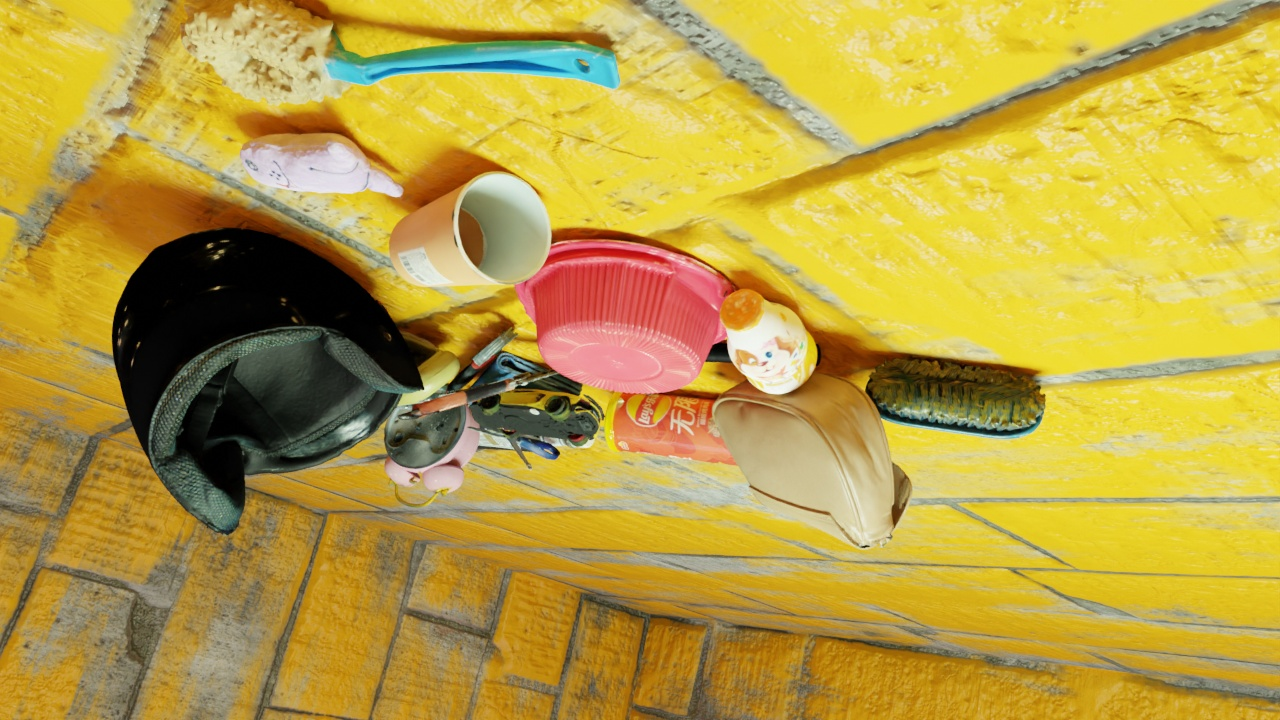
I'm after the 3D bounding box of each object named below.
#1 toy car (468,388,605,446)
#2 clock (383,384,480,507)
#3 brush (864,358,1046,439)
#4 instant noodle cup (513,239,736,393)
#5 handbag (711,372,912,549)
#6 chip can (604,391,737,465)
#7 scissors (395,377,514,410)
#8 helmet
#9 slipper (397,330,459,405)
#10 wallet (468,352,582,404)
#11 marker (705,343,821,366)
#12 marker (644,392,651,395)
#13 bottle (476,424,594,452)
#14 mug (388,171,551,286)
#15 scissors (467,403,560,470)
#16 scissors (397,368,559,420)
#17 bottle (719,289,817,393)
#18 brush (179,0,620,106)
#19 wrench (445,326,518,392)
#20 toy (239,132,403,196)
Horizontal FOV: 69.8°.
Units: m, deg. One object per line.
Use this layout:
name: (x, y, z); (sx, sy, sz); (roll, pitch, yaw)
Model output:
toy car: (-0.116, 0.057, 1.007); (0.156, 0.041, 0.071); (2, 146, 24)
clock: (-0.267, 0.110, 1.167); (0.117, 0.158, 0.060); (6, 156, 24)
brush: (0.264, 0.037, 0.777); (0.144, 0.055, 0.073); (7, 159, 16)
instant noodle cup: (-0.015, -0.024, 0.759); (0.194, 0.065, 0.194); (8, 158, 3)
handbag: (0.153, 0.078, 0.818); (0.148, 0.099, 0.205); (67, 162, -13)
chip can: (0.073, 0.075, 0.983); (0.217, 0.073, 0.073); (5, 159, 19)
scissors: (-0.211, 0.037, 1.027); (0.136, 0.014, 0.175); (-5, 172, -17)
helmet: (-0.342, 0.007, 0.847); (0.230, 0.233, 0.275); (54, 178, 15)
slipper: (-0.268, 0.002, 1.015); (0.191, 0.091, 0.081); (-4, 120, 53)
wallet: (-0.137, 0.037, 1.061); (0.106, 0.040, 0.133); (24, 152, -18)
marker: (0.097, -0.007, 0.823); (0.132, 0.020, 0.022); (2, 128, 31)
marker: (-0.005, 0.005, 0.924); (0.023, 0.018, 0.131); (17, 162, 19)
bottle: (-0.151, 0.092, 1.212); (0.195, 0.044, 0.080); (1, 147, 28)
mug: (-0.133, -0.088, 0.677); (0.078, 0.078, 0.123); (29, 159, -36)
scissors: (-0.156, 0.091, 1.107); (0.162, 0.012, 0.173); (30, -173, -38)
scissors: (-0.140, 0.027, 0.921); (0.215, 0.015, 0.196); (-16, -179, -37)
bottle: (0.098, -0.017, 0.728); (0.063, 0.063, 0.108); (2, 157, 30)
brush: (-0.136, -0.171, 0.515); (0.255, 0.045, 0.083); (6, 155, 10)
wrench: (-0.178, 0.005, 1.000); (0.016, 0.056, 0.274); (51, 158, -5)
toy: (-0.233, -0.139, 0.653); (0.108, 0.039, 0.084); (4, 167, 21)
